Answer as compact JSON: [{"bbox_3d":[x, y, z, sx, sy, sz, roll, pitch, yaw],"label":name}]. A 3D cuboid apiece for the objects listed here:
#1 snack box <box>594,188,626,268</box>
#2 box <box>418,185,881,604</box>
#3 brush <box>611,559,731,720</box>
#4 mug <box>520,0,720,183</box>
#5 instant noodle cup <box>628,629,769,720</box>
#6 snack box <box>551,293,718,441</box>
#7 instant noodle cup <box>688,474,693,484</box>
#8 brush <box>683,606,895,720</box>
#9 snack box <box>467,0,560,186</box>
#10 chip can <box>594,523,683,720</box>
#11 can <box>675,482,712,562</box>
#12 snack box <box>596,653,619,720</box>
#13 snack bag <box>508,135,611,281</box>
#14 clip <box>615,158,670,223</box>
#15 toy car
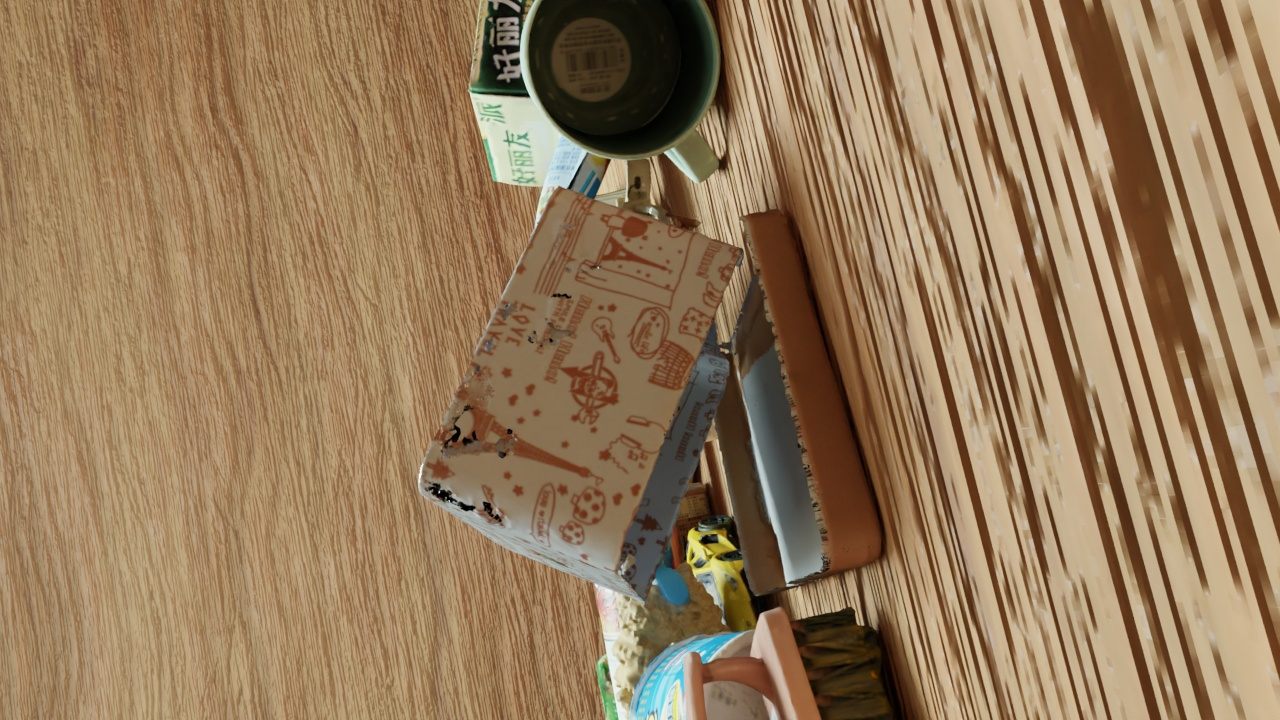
[{"bbox_3d":[-0.020,-0.076,0.910,0.182,0.046,0.178,-123,21,-79],"label":"snack box"},{"bbox_3d":[0.026,0.033,0.393,0.182,0.158,0.148,79,-147,-72],"label":"box"},{"bbox_3d":[0.005,0.081,0.507,0.046,0.083,0.254,-11,87,51],"label":"brush"},{"bbox_3d":[-0.005,-0.131,0.431,0.112,0.082,0.106,47,-174,-19],"label":"mug"},{"bbox_3d":[0.049,0.165,0.412,0.110,0.099,0.099,108,151,-65],"label":"instant noodle cup"},{"bbox_3d":[-0.003,0.003,0.584,0.077,0.094,0.093,-113,12,-67],"label":"snack box"},{"bbox_3d":[-0.005,0.090,0.801,0.124,0.116,0.116,102,159,-50],"label":"instant noodle cup"},{"bbox_3d":[0.063,0.161,0.307,0.063,0.073,0.145,87,169,-59],"label":"brush"},{"bbox_3d":[-0.075,-0.259,0.674,0.114,0.063,0.239,90,-178,-70],"label":"snack box"},{"bbox_3d":[0.001,0.160,0.665,0.071,0.071,0.214,101,158,-79],"label":"chip can"},{"bbox_3d":[0.035,0.158,0.720,0.058,0.058,0.116,100,158,-79],"label":"can"},{"bbox_3d":[0.040,0.298,0.755,0.117,0.118,0.106,-109,-2,-58],"label":"snack box"},{"bbox_3d":[-0.046,-0.113,0.599,0.110,0.039,0.190,156,135,-74],"label":"snack bag"},{"bbox_3d":[-0.005,-0.095,0.659,0.103,0.034,0.076,-106,22,-56],"label":"clip"},{"bbox_3d":[0.054,0.144,0.580,0.156,0.041,0.071,-168,66,-84],"label":"toy car"}]
